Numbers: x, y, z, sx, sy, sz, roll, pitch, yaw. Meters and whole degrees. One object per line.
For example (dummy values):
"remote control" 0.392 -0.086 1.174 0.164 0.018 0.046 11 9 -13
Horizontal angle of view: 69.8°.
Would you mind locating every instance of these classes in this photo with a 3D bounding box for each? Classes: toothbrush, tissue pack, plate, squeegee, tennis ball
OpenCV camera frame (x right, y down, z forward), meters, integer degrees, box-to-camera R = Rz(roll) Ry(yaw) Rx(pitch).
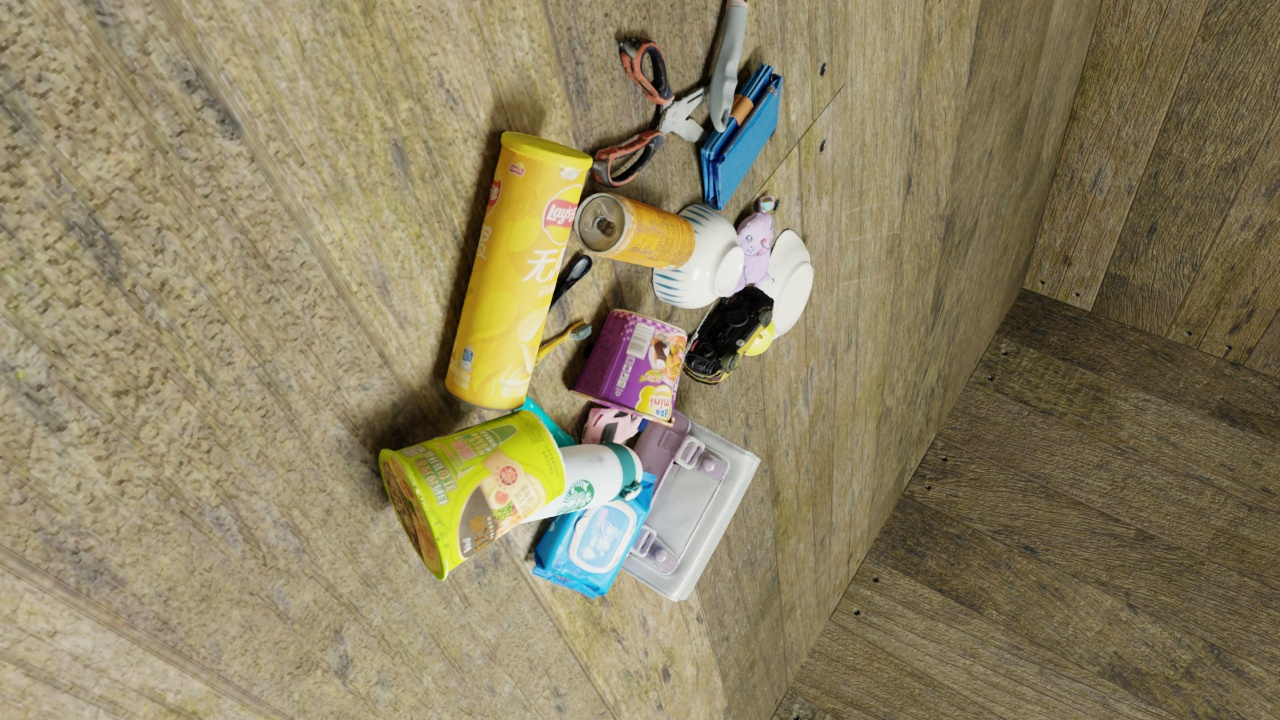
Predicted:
"toothbrush" 0.158 -0.125 1.198 0.029 0.021 0.189 -34 137 -36
"tissue pack" -0.049 0.184 1.024 0.095 0.052 0.157 29 86 -24
"plate" 0.205 -0.093 1.311 0.164 0.034 0.163 -65 153 0
"toothbrush" -0.100 0.003 0.840 0.190 0.018 0.016 -38 133 -50
"squeegee" 0.100 -0.347 0.883 0.247 0.040 0.250 -7 119 -47
"tennis ball" 0.145 -0.039 1.211 0.065 0.065 0.066 -42 146 -38

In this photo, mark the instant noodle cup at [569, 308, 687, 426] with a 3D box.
"instant noodle cup" -0.006 0.005 0.940 0.111 0.112 0.099 29 78 -64

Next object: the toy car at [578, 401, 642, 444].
"toy car" -0.026 0.069 1.028 0.122 0.037 0.056 -18 130 -57

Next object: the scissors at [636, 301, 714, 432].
"scissors" 0.040 0.010 1.047 0.162 0.012 0.173 -58 177 -23

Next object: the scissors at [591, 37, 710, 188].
"scissors" 0.018 -0.229 0.863 0.189 0.015 0.227 -63 154 -9

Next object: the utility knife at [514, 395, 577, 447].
"utility knife" -0.104 0.055 0.896 0.029 0.013 0.223 -60 153 -15

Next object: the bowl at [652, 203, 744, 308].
"bowl" 0.072 -0.108 1.015 0.116 0.066 0.117 -42 146 -38

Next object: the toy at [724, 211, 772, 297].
"toy" 0.137 -0.135 1.143 0.083 0.039 0.108 -27 138 -34

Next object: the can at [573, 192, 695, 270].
"can" -0.002 -0.121 0.877 0.145 0.058 0.058 1 112 -61

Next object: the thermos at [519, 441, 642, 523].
"thermos" -0.082 0.120 0.895 0.223 0.073 0.073 -2 115 -53

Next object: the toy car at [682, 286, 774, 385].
"toy car" 0.113 -0.033 1.151 0.155 0.071 0.041 -50 149 -28

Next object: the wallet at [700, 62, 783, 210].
"wallet" 0.108 -0.242 0.997 0.133 0.040 0.106 -58 162 -17

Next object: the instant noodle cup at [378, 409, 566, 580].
"instant noodle cup" -0.129 0.097 0.739 0.123 0.111 0.112 -25 137 -27

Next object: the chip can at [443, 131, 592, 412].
"chip can" -0.100 -0.069 0.730 0.071 0.072 0.214 -14 126 -58

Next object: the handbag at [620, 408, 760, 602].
"handbag" 0.036 0.167 1.102 0.197 0.145 0.098 -62 159 -4

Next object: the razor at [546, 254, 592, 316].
"razor" -0.088 -0.046 0.831 0.042 0.022 0.142 45 62 -16
